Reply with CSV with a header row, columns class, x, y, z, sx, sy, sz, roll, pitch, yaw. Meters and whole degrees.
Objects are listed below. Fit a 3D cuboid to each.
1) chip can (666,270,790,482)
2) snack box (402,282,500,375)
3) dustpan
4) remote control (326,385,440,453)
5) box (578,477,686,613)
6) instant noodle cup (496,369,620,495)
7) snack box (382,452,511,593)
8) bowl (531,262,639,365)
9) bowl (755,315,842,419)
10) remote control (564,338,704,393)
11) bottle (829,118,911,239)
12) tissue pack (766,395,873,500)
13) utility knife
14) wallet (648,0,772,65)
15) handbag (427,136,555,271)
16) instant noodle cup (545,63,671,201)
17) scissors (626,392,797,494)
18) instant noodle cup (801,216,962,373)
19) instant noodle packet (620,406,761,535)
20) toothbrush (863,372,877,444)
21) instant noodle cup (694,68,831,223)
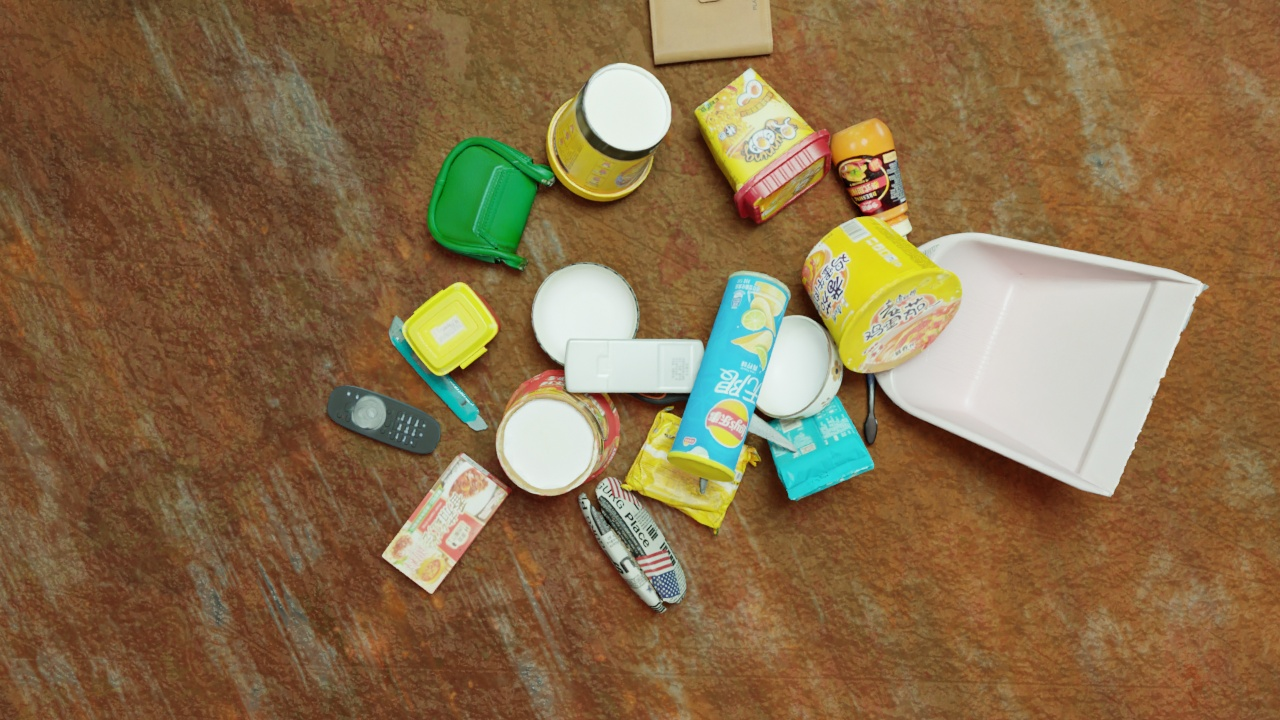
class,x,y,z,sx,sy,sz,roll,pitch,yaw
chip can,0.092,0.015,0.945,0.071,0.071,0.210,19,73,1
snack box,-0.203,-0.035,1.017,0.091,0.080,0.082,-37,91,5
dustpan,0.367,-0.014,0.926,0.138,0.274,0.222,17,93,-28
remote control,-0.294,0.068,1.060,0.136,0.024,0.053,21,97,3
box,0.000,0.204,1.036,0.082,0.075,0.163,-32,90,-6
instant noodle cup,-0.095,0.086,1.008,0.138,0.108,0.138,0,95,3
snack box,-0.225,0.189,1.066,0.075,0.025,0.153,38,96,0
bowl,-0.058,-0.049,1.015,0.116,0.066,0.116,0,94,2
bowl,0.176,0.013,0.999,0.062,0.113,0.113,20,98,-42
remote control,-0.006,0.006,0.973,0.150,0.021,0.058,1,90,-8
bottle,0.256,-0.183,0.991,0.067,0.066,0.149,-22,100,5
tissue pack,0.188,0.094,0.979,0.093,0.133,0.050,-25,109,9
utility knife,-0.235,0.018,1.057,0.029,0.013,0.166,-41,92,7
wallet,0.075,-0.382,0.997,0.132,0.031,0.108,-4,96,2
handbag,-0.164,-0.173,1.009,0.120,0.068,0.131,19,96,0
instant noodle cup,-0.030,-0.240,0.954,0.118,0.115,0.118,3,80,-17
scissors,0.078,0.030,0.997,0.234,0.022,0.220,22,75,26
instant noodle cup,0.238,-0.072,0.941,0.138,0.138,0.109,-34,51,5
instant noodle packet,0.058,0.123,1.035,0.128,0.044,0.111,26,94,-1
toothbrush,0.259,0.000,1.029,0.014,0.016,0.189,1,92,7
instant noodle cup,0.126,-0.228,0.972,0.116,0.116,0.123,-36,80,6
